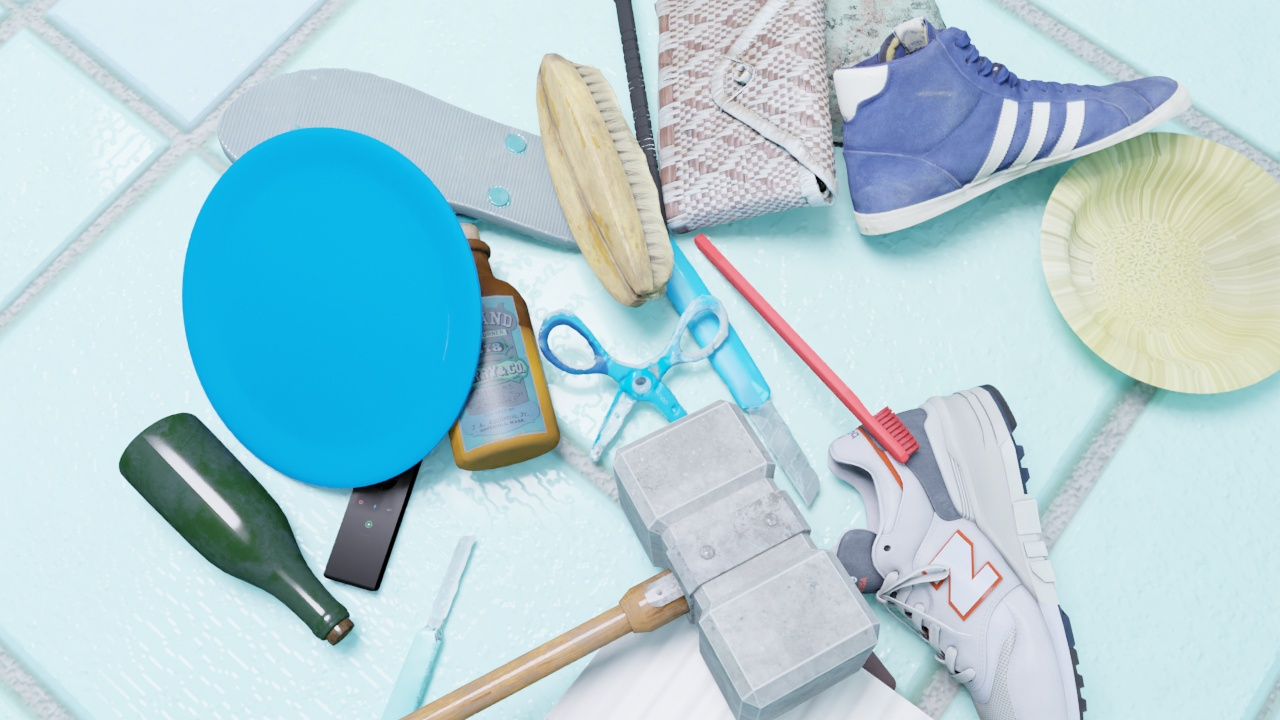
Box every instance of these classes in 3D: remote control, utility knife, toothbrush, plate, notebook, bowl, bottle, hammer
[{"bbox_3d":[-0.163,0.072,0.597,0.034,0.013,0.150,15,76,3],"label":"remote control"},{"bbox_3d":[-0.136,0.186,0.567,0.022,0.015,0.166,19,78,3],"label":"utility knife"},{"bbox_3d":[0.103,-0.016,0.593,0.018,0.012,0.212,-34,61,-9],"label":"toothbrush"},{"bbox_3d":[-0.195,-0.031,0.581,0.225,0.024,0.224,3,97,20],"label":"plate"},{"bbox_3d":[0.068,0.218,0.524,0.210,0.009,0.142,34,65,20],"label":"notebook"},{"bbox_3d":[0.154,-0.236,0.667,0.157,0.038,0.157,0,76,-1],"label":"bowl"},{"bbox_3d":[-0.102,-0.012,0.592,0.068,0.068,0.157,-15,76,-5],"label":"bottle"},{"bbox_3d":[0.058,-0.001,0.618,0.031,0.015,0.221,-30,75,-4],"label":"utility knife"},{"bbox_3d":[-0.242,0.109,0.567,0.174,0.055,0.055,42,79,8],"label":"bottle"},{"bbox_3d":[-0.014,-0.221,0.652,0.095,0.015,0.324,-13,73,17],"label":"hammer"},{"bbox_3d":[0.358,-0.063,0.626,0.184,0.036,0.184,0,75,0],"label":"plate"},{"bbox_3d":[-0.048,0.164,0.509,0.317,0.083,0.162,-25,61,-11],"label":"hammer"}]

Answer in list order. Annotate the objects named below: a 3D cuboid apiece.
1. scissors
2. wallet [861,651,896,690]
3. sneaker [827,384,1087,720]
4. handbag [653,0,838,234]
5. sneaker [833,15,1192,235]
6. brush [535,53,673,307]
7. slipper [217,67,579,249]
[{"bbox_3d":[-0.004,0.003,0.598,0.139,0.011,0.134,32,89,-12],"label":"scissors"},{"bbox_3d":[0.086,0.199,0.567,0.115,0.018,0.091,-36,79,-7],"label":"wallet"},{"bbox_3d":[0.175,0.134,0.555,0.124,0.089,0.239,-4,67,3],"label":"sneaker"},{"bbox_3d":[0.068,-0.185,0.627,0.124,0.047,0.185,-9,74,29],"label":"handbag"},{"bbox_3d":[0.236,-0.184,0.609,0.233,0.091,0.118,-22,107,3],"label":"sneaker"},{"bbox_3d":[-0.026,-0.123,0.606,0.043,0.059,0.195,-7,66,-33],"label":"brush"},{"bbox_3d":[-0.146,-0.136,0.640,0.268,0.055,0.098,10,73,-9],"label":"slipper"}]
